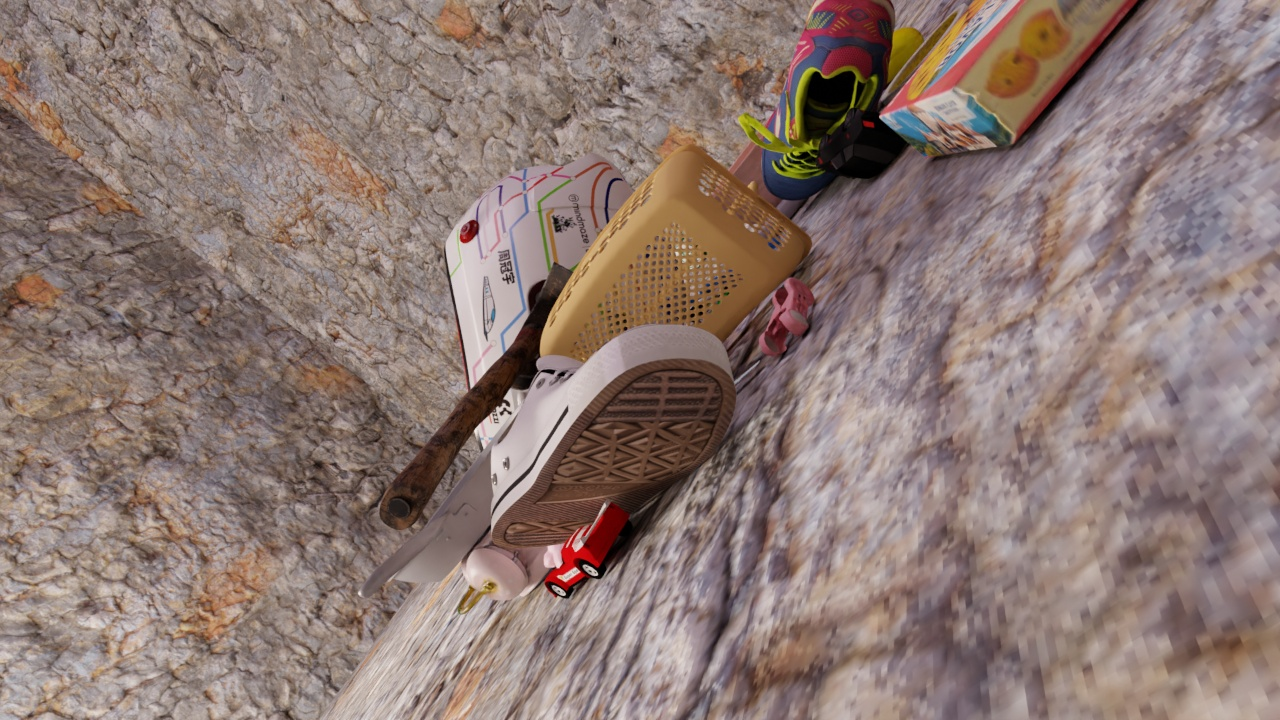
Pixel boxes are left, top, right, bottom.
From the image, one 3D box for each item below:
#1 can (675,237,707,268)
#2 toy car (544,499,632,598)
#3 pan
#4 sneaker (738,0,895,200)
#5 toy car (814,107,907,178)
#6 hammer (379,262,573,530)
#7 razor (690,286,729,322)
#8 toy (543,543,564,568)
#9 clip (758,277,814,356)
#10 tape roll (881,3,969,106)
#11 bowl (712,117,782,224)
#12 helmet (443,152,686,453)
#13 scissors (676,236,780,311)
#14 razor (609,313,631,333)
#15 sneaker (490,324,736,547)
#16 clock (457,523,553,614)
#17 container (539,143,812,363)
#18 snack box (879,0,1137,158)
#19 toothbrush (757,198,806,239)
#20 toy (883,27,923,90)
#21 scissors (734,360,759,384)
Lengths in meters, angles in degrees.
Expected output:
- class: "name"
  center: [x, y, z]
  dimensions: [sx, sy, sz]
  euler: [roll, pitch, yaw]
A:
- class: "can"
  center: [0.095, -0.200, 1.598]
  dimensions: [0.053, 0.053, 0.100]
  euler: [-48, 6, 42]
- class: "toy car"
  center: [-0.035, 0.116, 0.557]
  dimensions: [0.038, 0.025, 0.090]
  euler: [-55, 5, -35]
- class: "pan"
  center: [-0.142, 0.119, 0.704]
  dimensions: [0.201, 0.051, 0.356]
  euler: [-52, 6, 6]
- class: "sneaker"
  center: [0.137, -0.186, 0.745]
  dimensions: [0.242, 0.116, 0.091]
  euler: [95, -176, -67]
- class: "toy car"
  center: [0.155, -0.148, 0.652]
  dimensions: [0.092, 0.042, 0.036]
  euler: [141, 141, -74]
- class: "hammer"
  center: [-0.112, 0.020, 0.675]
  dimensions: [0.329, 0.033, 0.120]
  euler: [-68, 4, -68]
- class: "razor"
  center: [0.065, -0.051, 0.932]
  dimensions: [0.044, 0.021, 0.144]
  euler: [-52, 2, -4]
- class: "toy"
  center: [-0.040, 0.103, 0.667]
  dimensions: [0.108, 0.041, 0.096]
  euler: [-59, 7, -13]
- class: "clip"
  center: [0.086, -0.029, 0.519]
  dimensions: [0.059, 0.023, 0.045]
  euler: [-56, 10, -28]
- class: "tape roll"
  center: [0.232, -0.240, 0.734]
  dimensions: [0.094, 0.019, 0.094]
  euler: [-51, 4, 5]
- class: "bowl"
  center: [0.143, -0.201, 0.966]
  dimensions: [0.153, 0.076, 0.153]
  euler: [-53, 5, 6]
- class: "helmet"
  center: [-0.068, -0.053, 0.958]
  dimensions: [0.236, 0.314, 0.231]
  euler: [-13, -11, 7]
- class: "scissors"
  center: [0.084, -0.083, 0.877]
  dimensions: [0.126, 0.013, 0.130]
  euler: [-34, -3, 23]
- class: "razor"
  center: [-0.005, 0.005, 0.826]
  dimensions: [0.043, 0.018, 0.141]
  euler: [-54, -29, -22]
- class: "sneaker"
  center: [-0.029, 0.030, 0.539]
  dimensions: [0.246, 0.091, 0.097]
  euler: [128, 139, -55]
- class: "clock"
  center: [-0.096, 0.144, 0.752]
  dimensions: [0.157, 0.059, 0.117]
  euler: [-54, 5, -16]
- class: "container"
  center: [0.021, -0.055, 0.679]
  dimensions: [0.184, 0.129, 0.166]
  euler: [-51, 5, 20]
- class: "snack box"
  center: [0.190, -0.168, 0.442]
  dimensions: [0.143, 0.040, 0.145]
  euler: [-50, 4, 9]
- class: "toothbrush"
  center: [0.168, -0.179, 0.902]
  dimensions: [0.188, 0.018, 0.019]
  euler: [-51, 3, 12]
- class: "toy"
  center: [0.232, -0.283, 0.886]
  dimensions: [0.094, 0.041, 0.095]
  euler: [-41, 3, 3]
- class: "scissors"
  center: [0.031, 0.043, 0.575]
  dimensions: [0.118, 0.014, 0.129]
  euler: [-49, 6, -6]
